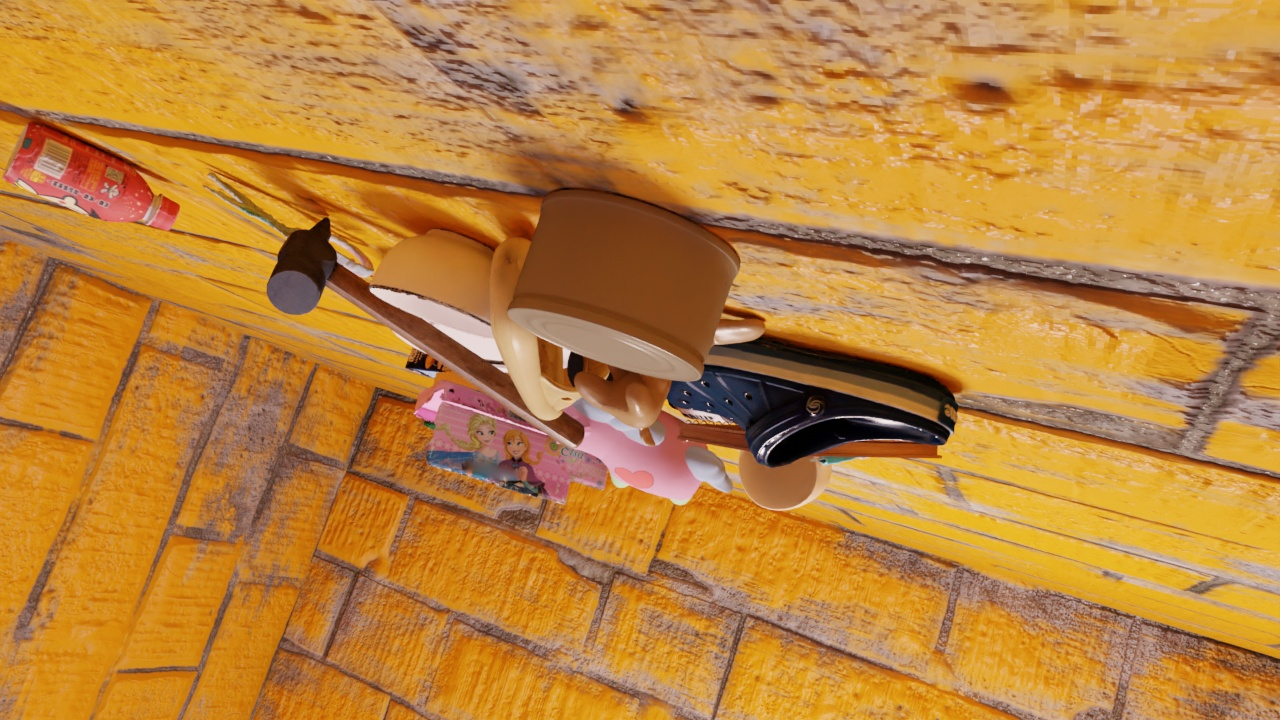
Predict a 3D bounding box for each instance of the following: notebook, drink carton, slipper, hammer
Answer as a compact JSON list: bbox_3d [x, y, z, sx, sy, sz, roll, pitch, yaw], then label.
[{"bbox_3d":[0.162,0.079,0.909,0.210,0.022,0.169,4,179,-30],"label":"notebook"},{"bbox_3d":[-0.283,-0.009,1.302,0.040,0.064,0.130,27,166,-33],"label":"drink carton"},{"bbox_3d":[-0.062,-0.025,0.728,0.079,0.111,0.262,-4,165,2],"label":"slipper"},{"bbox_3d":[-0.175,-0.010,0.820,0.321,0.040,0.129,37,-160,-26],"label":"hammer"},{"bbox_3d":[0.119,0.039,0.733,0.253,0.095,0.105,8,169,32],"label":"slipper"}]

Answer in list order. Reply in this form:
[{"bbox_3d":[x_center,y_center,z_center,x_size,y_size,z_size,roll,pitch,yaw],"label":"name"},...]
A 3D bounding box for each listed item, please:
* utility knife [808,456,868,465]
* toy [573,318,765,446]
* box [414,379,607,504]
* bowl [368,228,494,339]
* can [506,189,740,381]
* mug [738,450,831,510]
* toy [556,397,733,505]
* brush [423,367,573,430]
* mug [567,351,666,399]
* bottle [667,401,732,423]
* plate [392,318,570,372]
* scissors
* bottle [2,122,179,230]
[{"bbox_3d":[0.224,0.103,0.992,0.124,0.015,0.022,-5,-167,-41],"label":"utility knife"},{"bbox_3d":[0.008,-0.004,0.677,0.134,0.108,0.106,11,152,37],"label":"toy"},{"bbox_3d":[-0.154,0.110,1.081,0.230,0.105,0.087,21,153,-27],"label":"box"},{"bbox_3d":[-0.152,-0.064,0.732,0.113,0.063,0.113,18,170,3],"label":"bowl"},{"bbox_3d":[-0.011,-0.042,0.559,0.128,0.073,0.128,18,171,3],"label":"can"},{"bbox_3d":[0.186,0.120,1.074,0.120,0.096,0.099,-14,173,25],"label":"mug"},{"bbox_3d":[0.001,0.090,1.030,0.222,0.119,0.171,18,155,11],"label":"toy"},{"bbox_3d":[-0.138,0.064,1.203,0.195,0.075,0.251,27,151,-36],"label":"brush"},{"bbox_3d":[-0.005,0.005,0.874,0.105,0.071,0.077,-20,150,30],"label":"mug"},{"bbox_3d":[0.069,0.046,1.016,0.041,0.041,0.116,23,170,-28],"label":"bottle"},{"bbox_3d":[-0.150,-0.023,0.915,0.208,0.015,0.209,5,157,2],"label":"plate"},{"bbox_3d":[-0.311,-0.119,0.825,0.179,0.016,0.105,38,-161,-23],"label":"scissors"},{"bbox_3d":[-0.501,-0.162,0.848,0.137,0.062,0.062,27,167,-38],"label":"bottle"}]
